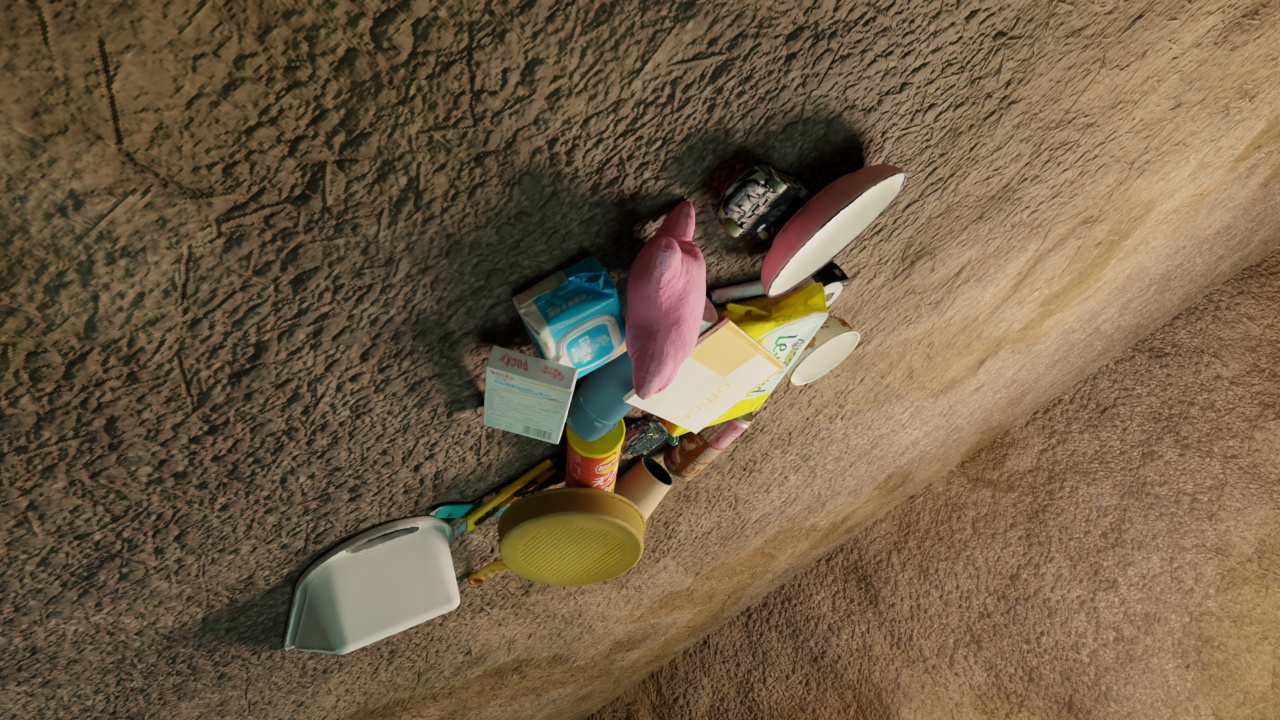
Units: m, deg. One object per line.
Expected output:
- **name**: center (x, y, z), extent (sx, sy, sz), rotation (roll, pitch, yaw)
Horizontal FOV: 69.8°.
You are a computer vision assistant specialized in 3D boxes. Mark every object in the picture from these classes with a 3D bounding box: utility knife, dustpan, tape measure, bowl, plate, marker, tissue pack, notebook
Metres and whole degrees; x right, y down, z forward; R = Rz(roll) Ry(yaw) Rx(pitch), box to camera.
- **utility knife**: center (-0.170, 0.177, 1.183), extent (0.173, 0.015, 0.033), rotation (-36, 148, -8)
- **dustpan**: center (-0.348, 0.282, 1.195), extent (0.222, 0.142, 0.258), rotation (-16, 179, -33)
- **tape measure**: center (0.221, -0.087, 1.157), extent (0.065, 0.033, 0.066), rotation (-16, 149, -33)
- **bowl**: center (0.235, -0.025, 1.254), extent (0.113, 0.062, 0.114), rotation (-26, 156, -13)
- **plate**: center (0.199, -0.145, 0.985), extent (0.192, 0.039, 0.192), rotation (-37, 168, -10)
- **marker**: center (0.102, -0.076, 1.056), extent (0.130, 0.018, 0.023), rotation (-14, 170, -35)
- **tissue pack**: center (-0.062, -0.034, 0.885), extent (0.090, 0.063, 0.140), rotation (-29, 155, -8)
- **utility knife**: center (-0.215, 0.196, 1.188), extent (0.029, 0.013, 0.160), rotation (-47, 152, 16)
- **notebook**: center (0.080, 0.024, 1.062), extent (0.146, 0.010, 0.206), rotation (-37, 153, 12)

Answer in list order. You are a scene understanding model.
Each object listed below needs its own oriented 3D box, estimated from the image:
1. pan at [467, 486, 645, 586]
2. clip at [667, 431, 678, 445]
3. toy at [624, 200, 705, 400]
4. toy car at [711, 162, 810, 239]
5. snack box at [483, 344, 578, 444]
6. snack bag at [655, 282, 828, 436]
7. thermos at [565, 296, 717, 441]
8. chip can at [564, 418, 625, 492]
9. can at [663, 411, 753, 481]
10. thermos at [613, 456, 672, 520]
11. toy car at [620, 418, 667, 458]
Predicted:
- **pan**: center (-0.142, 0.266, 1.272), extent (0.197, 0.078, 0.359), rotation (27, 131, -30)
- **clip**: center (0.045, 0.088, 1.256), extent (0.014, 0.057, 0.046), rotation (0, 164, 21)
- **toy**: center (0.024, -0.051, 0.878), extent (0.178, 0.074, 0.195), rotation (-66, 165, -63)
- **toy car**: center (0.120, -0.155, 0.899), extent (0.070, 0.042, 0.158), rotation (-44, 164, 21)
- **snack box**: center (-0.113, 0.038, 0.921), extent (0.084, 0.026, 0.157), rotation (16, 154, -3)
- **snack bag**: center (0.118, -0.002, 1.149), extent (0.157, 0.068, 0.247), rotation (-15, 151, -31)
- **thermos**: center (-0.006, 0.006, 1.025), extent (0.070, 0.070, 0.221), rotation (1, 140, -50)
- **chip can**: center (-0.063, 0.136, 1.186), extent (0.073, 0.073, 0.217), rotation (-24, 154, -19)
- **can**: center (0.098, 0.115, 1.353), extent (0.057, 0.058, 0.148), rotation (2, 138, -51)
- **thermos**: center (-0.019, 0.215, 1.372), extent (0.143, 0.093, 0.093), rotation (-48, 152, 15)
- **toy car**: center (0.005, 0.104, 1.253), extent (0.054, 0.037, 0.120), rotation (-39, 164, 13)
